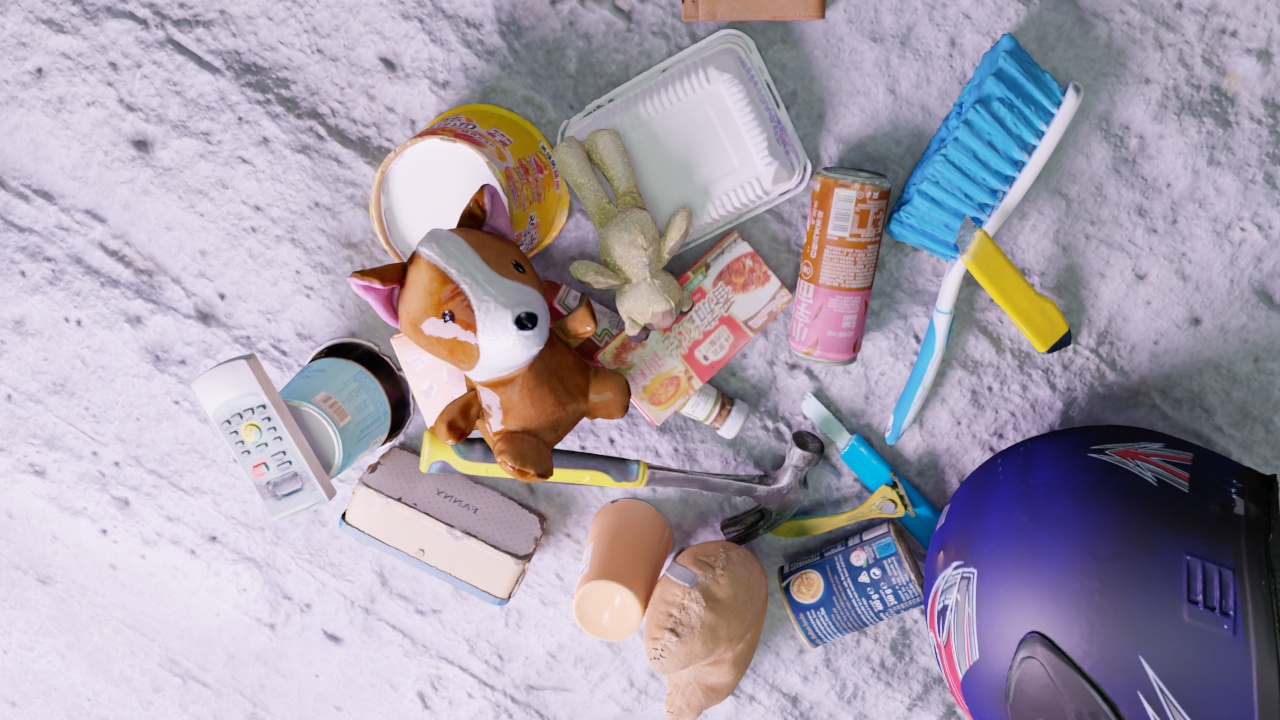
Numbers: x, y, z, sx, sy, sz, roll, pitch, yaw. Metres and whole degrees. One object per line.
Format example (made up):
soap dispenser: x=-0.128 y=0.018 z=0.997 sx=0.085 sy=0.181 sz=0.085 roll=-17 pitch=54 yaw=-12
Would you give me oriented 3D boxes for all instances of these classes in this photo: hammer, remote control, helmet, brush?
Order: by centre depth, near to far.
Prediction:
helmet: x=0.343 y=0.202 z=0.687 sx=0.241 sy=0.246 sz=0.316 roll=-4 pitch=115 yaw=38
brush: x=0.232 y=-0.079 z=0.704 sx=0.109 sy=0.060 sz=0.315 roll=26 pitch=114 yaw=-5
remote control: x=-0.296 y=0.062 z=0.721 sx=0.056 sy=0.019 sz=0.135 roll=-21 pitch=105 yaw=14
hammer: x=-0.018 y=0.096 z=0.761 sx=0.323 sy=0.031 sz=0.126 roll=8 pitch=126 yaw=-12

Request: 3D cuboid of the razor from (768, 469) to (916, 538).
razor: x=0.167 y=0.133 z=0.791 sx=0.133 sy=0.028 sz=0.043 roll=-20 pitch=110 yaw=27

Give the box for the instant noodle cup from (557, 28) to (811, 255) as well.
instant noodle cup: x=0.030 y=-0.155 z=0.702 sx=0.174 sy=0.060 sz=0.138 roll=-25 pitch=104 yaw=15

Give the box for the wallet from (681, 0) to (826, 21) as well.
wallet: x=0.081 y=-0.310 z=0.653 sx=0.108 sy=0.031 sz=0.132 roll=1 pitch=109 yaw=6

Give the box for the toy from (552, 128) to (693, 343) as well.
toy: x=-0.015 y=-0.093 z=0.671 sx=0.105 sy=0.066 sz=0.157 roll=-29 pitch=102 yaw=-26

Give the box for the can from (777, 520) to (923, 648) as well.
can: x=0.185 y=0.193 z=0.793 sx=0.111 sy=0.075 sz=0.075 roll=-27 pitch=103 yaw=16

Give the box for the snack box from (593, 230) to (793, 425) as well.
snack box: x=0.043 y=-0.026 z=0.730 sx=0.152 sy=0.025 sz=0.075 roll=-42 pitch=98 yaw=-7

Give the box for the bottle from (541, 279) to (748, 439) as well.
bottle: x=-0.005 y=0.004 z=0.766 sx=0.206 sy=0.059 sz=0.060 roll=29 pitch=111 yaw=-8

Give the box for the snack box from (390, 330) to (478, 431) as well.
snack box: x=-0.141 y=-0.001 z=0.765 sx=0.077 sy=0.092 sz=0.094 roll=-16 pitch=106 yaw=14

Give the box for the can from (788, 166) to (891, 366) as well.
can: x=0.153 y=-0.073 z=0.712 sx=0.058 sy=0.057 sz=0.147 roll=8 pitch=111 yaw=6

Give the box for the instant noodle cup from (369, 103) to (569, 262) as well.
instant noodle cup: x=-0.137 y=-0.125 z=0.711 sx=0.138 sy=0.109 sz=0.138 roll=2 pitch=109 yaw=7

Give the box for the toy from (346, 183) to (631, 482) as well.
toy: x=-0.097 y=-0.012 z=0.640 sx=0.139 sy=0.131 sz=0.199 roll=-40 pitch=116 yaw=-25

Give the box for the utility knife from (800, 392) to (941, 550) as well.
utility knife: x=0.206 y=0.100 z=0.786 sx=0.198 sy=0.018 sz=0.034 roll=45 pitch=120 yaw=-8

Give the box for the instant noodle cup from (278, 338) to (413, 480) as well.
instant noodle cup: x=-0.270 y=0.051 z=0.789 sx=0.111 sy=0.120 sz=0.111 roll=3 pitch=110 yaw=8

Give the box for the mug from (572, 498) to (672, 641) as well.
mug: x=-0.018 y=0.182 z=0.795 sx=0.078 sy=0.122 sz=0.078 roll=3 pitch=109 yaw=9

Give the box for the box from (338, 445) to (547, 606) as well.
box: x=-0.180 y=0.144 z=0.827 sx=0.184 sy=0.089 sz=0.060 roll=25 pitch=112 yaw=2

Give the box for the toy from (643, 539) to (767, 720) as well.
toy: x=0.060 y=0.248 z=0.806 sx=0.082 sy=0.143 sz=0.226 roll=31 pitch=148 yaw=33

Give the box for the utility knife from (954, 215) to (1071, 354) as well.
utility knife: x=0.280 y=-0.054 z=0.689 sx=0.170 sy=0.015 sz=0.033 roll=37 pitch=99 yaw=-32
